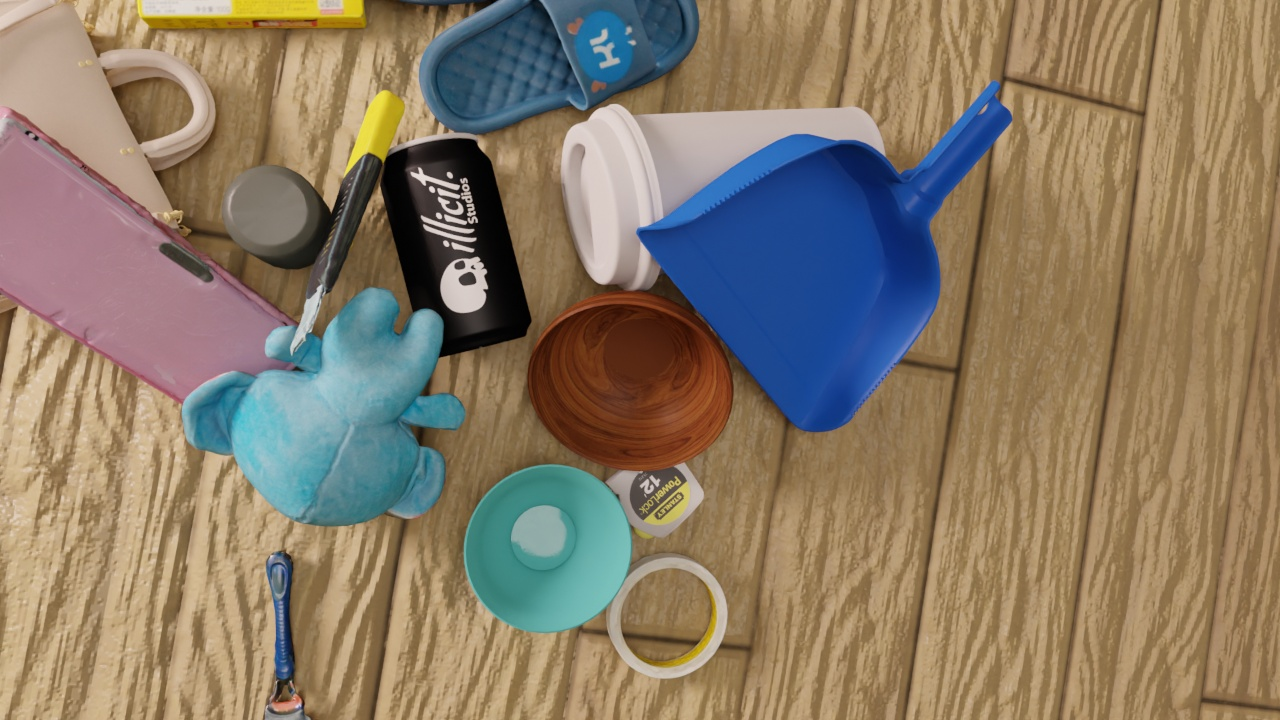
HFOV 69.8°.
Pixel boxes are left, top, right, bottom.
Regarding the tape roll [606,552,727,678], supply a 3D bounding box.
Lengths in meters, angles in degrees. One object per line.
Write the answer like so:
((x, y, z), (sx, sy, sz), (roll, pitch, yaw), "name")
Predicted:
((0.021, 0.199, 0.716), (0.094, 0.019, 0.094), (0, 90, -11), "tape roll")

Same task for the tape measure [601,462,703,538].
((0.010, 0.101, 0.715), (0.064, 0.017, 0.065), (-41, 97, -9), "tape measure")

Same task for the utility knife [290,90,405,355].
((-0.191, -0.092, 0.594), (0.020, 0.029, 0.197), (30, 61, -35), "utility knife")

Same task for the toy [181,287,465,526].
((-0.202, 0.027, 0.628), (0.183, 0.114, 0.181), (26, 105, -22), "toy")

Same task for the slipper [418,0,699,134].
((-0.058, -0.229, 0.666), (0.213, 0.059, 0.104), (-21, 121, -5), "slipper")

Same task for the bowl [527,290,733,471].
((-0.004, 0.004, 0.677), (0.147, 0.068, 0.147), (4, 124, 6), "bowl")

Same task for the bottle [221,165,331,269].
((-0.240, -0.093, 0.618), (0.060, 0.108, 0.060), (0, 90, -12), "bottle")

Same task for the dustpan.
((0.159, -0.099, 0.648), (0.257, 0.059, 0.245), (-48, 129, -6), "dustpan")

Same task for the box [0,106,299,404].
((-0.321, -0.045, 0.579), (0.098, 0.041, 0.233), (-50, 132, -10), "box")

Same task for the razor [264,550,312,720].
((-0.257, 0.207, 0.661), (0.044, 0.018, 0.141), (-2, 87, -11), "razor")

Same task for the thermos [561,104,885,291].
((0.064, -0.132, 0.678), (0.221, 0.132, 0.131), (-13, 92, -19), "thermos")

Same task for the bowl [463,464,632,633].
((-0.070, 0.136, 0.684), (0.121, 0.046, 0.121), (0, 90, -11), "bowl")

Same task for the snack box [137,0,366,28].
((-0.276, -0.277, 0.654), (0.152, 0.025, 0.075), (-4, 91, -11), "snack box")

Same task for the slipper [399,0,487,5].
((-0.121, -0.309, 0.669), (0.213, 0.059, 0.104), (-4, 100, -17), "slipper")

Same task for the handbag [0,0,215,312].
((-0.382, -0.144, 0.606), (0.197, 0.101, 0.194), (-26, 95, -22), "handbag")

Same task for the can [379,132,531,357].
((-0.132, -0.080, 0.654), (0.080, 0.080, 0.146), (-15, 93, -11), "can")
